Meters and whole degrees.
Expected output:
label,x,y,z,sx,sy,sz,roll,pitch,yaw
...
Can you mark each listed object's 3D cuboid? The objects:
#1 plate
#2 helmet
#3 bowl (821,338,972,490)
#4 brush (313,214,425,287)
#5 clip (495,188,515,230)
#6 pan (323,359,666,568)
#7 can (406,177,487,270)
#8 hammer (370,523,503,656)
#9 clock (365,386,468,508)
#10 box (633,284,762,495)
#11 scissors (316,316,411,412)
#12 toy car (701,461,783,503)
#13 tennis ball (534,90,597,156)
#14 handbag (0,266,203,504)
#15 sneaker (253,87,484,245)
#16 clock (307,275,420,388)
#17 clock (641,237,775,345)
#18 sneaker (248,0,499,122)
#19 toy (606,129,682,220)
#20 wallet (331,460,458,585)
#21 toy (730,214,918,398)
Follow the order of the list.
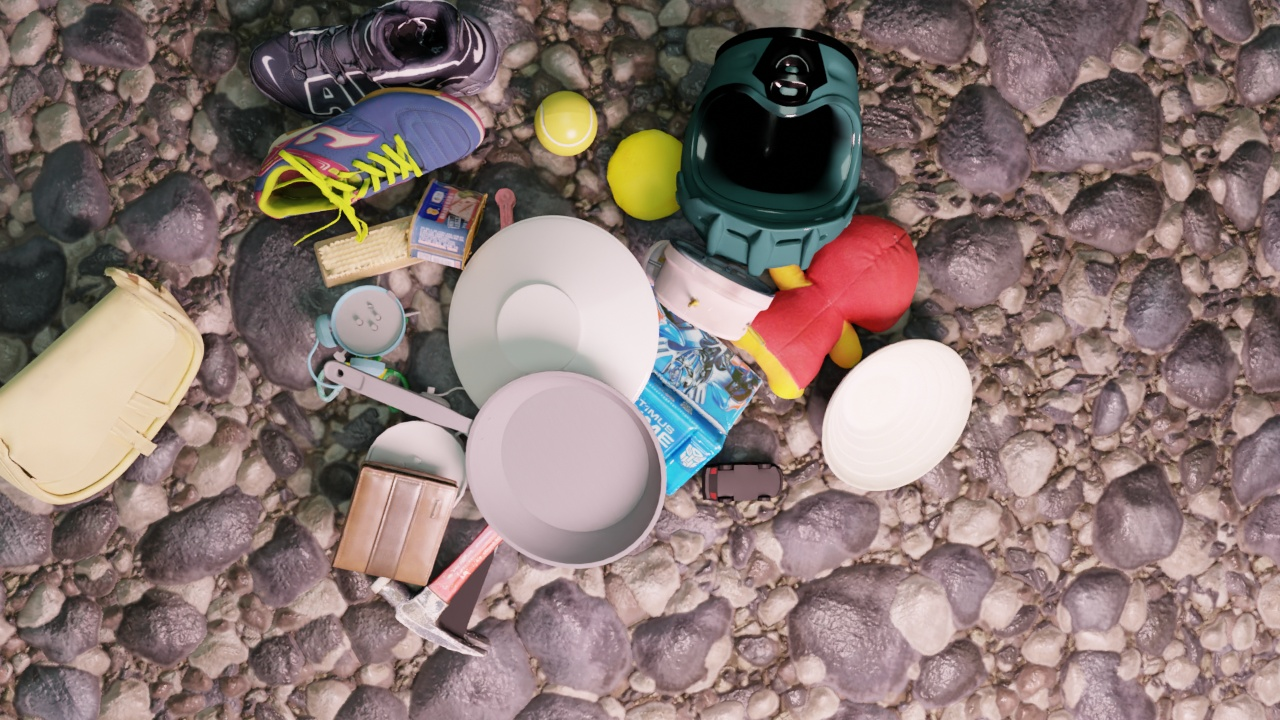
label,x,y,z,sx,sy,sz,roll,pitch,yaw
plate,-0.096,-0.030,0.912,0.230,0.030,0.229,1,93,18
helmet,0.122,-0.179,0.862,0.176,0.274,0.200,8,93,4
bowl,0.259,0.048,0.974,0.176,0.058,0.177,-8,116,-16
brush,-0.282,-0.114,0.958,0.117,0.039,0.049,-16,94,0
clip,-0.141,-0.151,0.977,0.023,0.044,0.060,-5,64,-6
pan,-0.143,0.073,0.899,0.357,0.050,0.201,24,108,6
can,-0.196,-0.138,0.934,0.059,0.099,0.054,14,130,-6
hammer,-0.129,0.170,0.961,0.140,0.036,0.326,42,98,-5
clock,-0.217,0.098,0.961,0.120,0.061,0.159,43,91,-4
box,-0.004,0.006,0.967,0.243,0.070,0.171,41,89,-5
scissors,-0.294,0.003,0.977,0.130,0.011,0.125,-24,89,-3
toy car,0.109,0.131,0.995,0.091,0.036,0.042,0,91,-13
tennis ball,-0.077,-0.245,0.951,0.065,0.065,0.065,0,92,-4
handbag,-0.529,0.026,0.888,0.088,0.191,0.232,39,77,12
sneaker,-0.267,-0.188,0.901,0.242,0.090,0.116,-12,135,17
clock,-0.293,-0.025,0.951,0.087,0.042,0.123,41,82,0
clock,0.063,-0.077,0.924,0.116,0.158,0.059,20,107,-28
sneaker,-0.268,-0.298,0.895,0.252,0.151,0.097,-9,94,-2
toy,0.012,-0.196,0.972,0.094,0.041,0.095,2,93,1
wallet,-0.247,0.165,0.923,0.098,0.027,0.121,17,103,-16
toy,0.200,-0.063,0.965,0.216,0.098,0.147,-41,102,4
